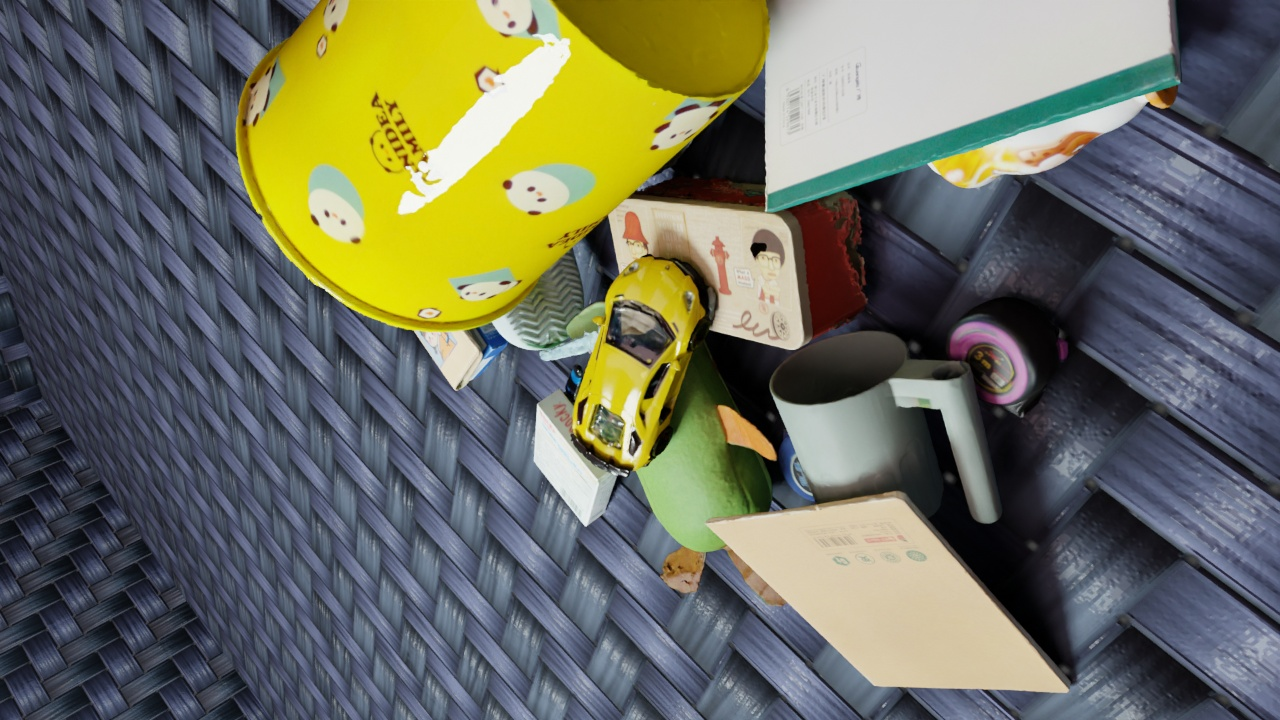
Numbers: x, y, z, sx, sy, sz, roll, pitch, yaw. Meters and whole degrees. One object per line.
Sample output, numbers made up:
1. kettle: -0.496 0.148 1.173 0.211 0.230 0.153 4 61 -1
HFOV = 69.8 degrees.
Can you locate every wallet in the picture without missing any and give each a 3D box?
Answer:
1. wallet: -0.193 -0.036 0.880 0.115 0.024 0.087 55 145 8

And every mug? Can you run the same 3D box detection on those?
1. mug: 0.148 0.047 0.547 0.124 0.083 0.103 4 125 47

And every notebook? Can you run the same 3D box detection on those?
1. notebook: 0.157 0.156 0.588 0.148 0.008 0.207 -18 125 45
2. notebook: 0.138 -0.166 0.436 0.210 0.012 0.150 -10 75 50

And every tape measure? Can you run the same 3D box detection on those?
1. tape measure: 0.200 -0.005 0.503 0.057 0.039 0.058 35 142 39
2. tape measure: 0.124 0.070 0.642 0.055 0.025 0.058 -15 97 52

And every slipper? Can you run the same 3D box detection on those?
1. slipper: -0.120 -0.121 0.723 0.074 0.103 0.245 -25 87 58

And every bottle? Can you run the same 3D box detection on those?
1. bottle: 0.186 -0.120 0.427 0.109 0.063 0.063 -8 107 50

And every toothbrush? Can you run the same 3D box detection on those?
1. toothbrush: -0.057 0.022 0.749 0.014 0.016 0.190 58 170 4

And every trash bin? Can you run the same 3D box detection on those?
1. trash bin: -0.080 -0.167 0.537 0.256 0.228 0.229 -28 91 46

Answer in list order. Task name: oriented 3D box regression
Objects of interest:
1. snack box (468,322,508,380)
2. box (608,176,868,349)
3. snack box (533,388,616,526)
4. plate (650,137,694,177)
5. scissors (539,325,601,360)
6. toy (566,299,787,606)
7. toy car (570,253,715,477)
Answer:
1. snack box: -0.193 -0.062 0.903 0.157 0.026 0.085 56 141 5
2. box: 0.063 -0.073 0.593 0.168 0.076 0.091 17 126 48
3. snack box: -0.060 0.091 0.814 0.084 0.026 0.157 50 159 14
4. plate: -0.017 -0.214 0.624 0.179 0.024 0.180 26 131 34
5. scissors: -0.030 -0.016 0.653 0.134 0.017 0.057 -13 91 44
6. toy: 0.036 0.063 0.683 0.227 0.089 0.247 -5 106 61
7. toy car: -0.004 0.003 0.600 0.071 0.041 0.156 32 121 21
